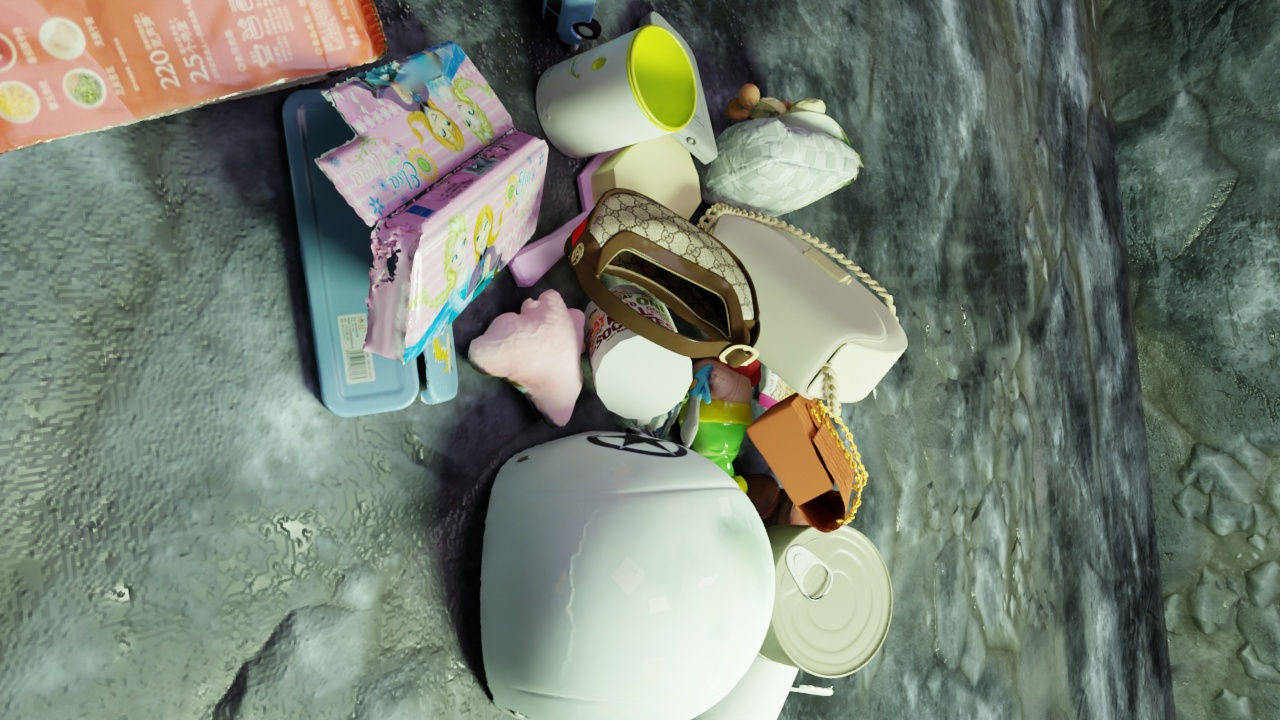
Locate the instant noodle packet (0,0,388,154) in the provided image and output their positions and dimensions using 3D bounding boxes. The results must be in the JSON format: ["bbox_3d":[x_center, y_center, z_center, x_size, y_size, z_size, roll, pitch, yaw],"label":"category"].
[{"bbox_3d":[-0.270,-0.213,0.484,0.220,0.084,0.164,-31,114,-38],"label":"instant noodle packet"}]

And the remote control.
[{"bbox_3d":[0.032,-0.253,0.842,0.074,0.019,0.150,29,43,-45],"label":"remote control"}]

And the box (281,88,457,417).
[{"bbox_3d":[-0.165,-0.071,0.601,0.120,0.049,0.209,-9,94,-49],"label":"box"}]

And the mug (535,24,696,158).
[{"bbox_3d":[-0.020,-0.215,0.743,0.082,0.106,0.082,7,80,-49],"label":"mug"}]

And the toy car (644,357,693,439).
[{"bbox_3d":[0.023,0.022,0.800,0.033,0.048,0.105,21,37,-5],"label":"toy car"}]

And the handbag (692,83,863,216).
[{"bbox_3d":[0.130,-0.211,0.921,0.171,0.113,0.123,-7,82,-50],"label":"handbag"}]

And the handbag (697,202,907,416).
[{"bbox_3d":[0.137,-0.048,0.850,0.210,0.103,0.208,41,25,15],"label":"handbag"}]

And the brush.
[{"bbox_3d":[-0.026,-0.125,0.775,0.228,0.043,0.089,-44,118,-44],"label":"brush"}]

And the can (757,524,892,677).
[{"bbox_3d":[0.147,0.207,0.807,0.127,0.073,0.127,4,80,-25],"label":"can"}]

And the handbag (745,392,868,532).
[{"bbox_3d":[0.159,0.083,0.824,0.109,0.060,0.171,61,15,4],"label":"handbag"}]

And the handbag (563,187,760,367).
[{"bbox_3d":[0.022,-0.054,0.698,0.166,0.063,0.138,28,37,-22],"label":"handbag"}]

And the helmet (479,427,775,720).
[{"bbox_3d":[0.015,0.168,0.697,0.263,0.164,0.236,14,76,-49],"label":"helmet"}]

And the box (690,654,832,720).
[{"bbox_3d":[0.117,0.318,0.866,0.144,0.083,0.136,58,45,-20],"label":"box"}]

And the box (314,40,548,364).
[{"bbox_3d":[-0.119,-0.114,0.583,0.229,0.066,0.159,-64,144,-59],"label":"box"}]

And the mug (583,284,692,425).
[{"bbox_3d":[-0.004,0.004,0.738,0.089,0.073,0.105,-110,-166,-58],"label":"mug"}]

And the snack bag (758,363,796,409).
[{"bbox_3d":[0.159,-0.036,1.005,0.070,0.016,0.196,26,66,-44],"label":"snack bag"}]

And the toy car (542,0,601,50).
[{"bbox_3d":[-0.043,-0.303,0.712,0.055,0.153,0.056,19,77,-8],"label":"toy car"}]

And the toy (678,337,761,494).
[{"bbox_3d":[0.074,0.050,0.826,0.131,0.097,0.124,-62,170,-14],"label":"toy"}]

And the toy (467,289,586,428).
[{"bbox_3d":[-0.077,-0.008,0.695,0.102,0.050,0.093,40,59,-35],"label":"toy"}]

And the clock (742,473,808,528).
[{"bbox_3d":[0.135,0.176,0.906,0.157,0.072,0.120,24,68,-47],"label":"clock"}]
